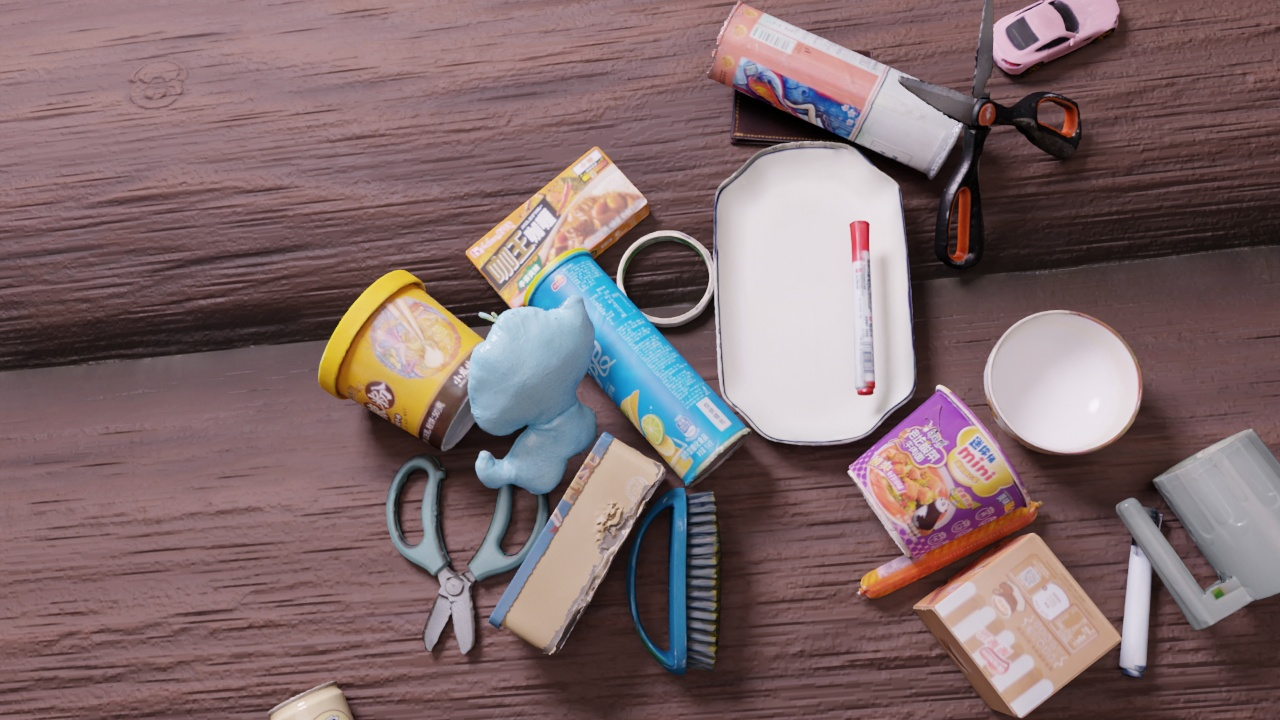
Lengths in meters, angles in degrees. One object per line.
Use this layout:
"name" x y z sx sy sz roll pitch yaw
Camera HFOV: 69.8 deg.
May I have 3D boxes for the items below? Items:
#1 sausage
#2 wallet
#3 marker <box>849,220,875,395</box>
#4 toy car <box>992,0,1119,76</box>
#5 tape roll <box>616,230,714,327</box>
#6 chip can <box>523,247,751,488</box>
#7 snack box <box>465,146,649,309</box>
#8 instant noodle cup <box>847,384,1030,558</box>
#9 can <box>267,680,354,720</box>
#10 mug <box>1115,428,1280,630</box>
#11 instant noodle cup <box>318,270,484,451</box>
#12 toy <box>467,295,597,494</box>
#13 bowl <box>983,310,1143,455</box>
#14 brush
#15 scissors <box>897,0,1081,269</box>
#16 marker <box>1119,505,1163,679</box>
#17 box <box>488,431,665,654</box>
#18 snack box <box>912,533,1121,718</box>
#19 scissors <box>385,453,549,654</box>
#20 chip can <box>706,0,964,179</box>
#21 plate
"sausage" 0.244 0.148 0.724 0.165 0.021 0.021 -25 75 -1
"wallet" 0.146 -0.239 0.831 0.122 0.020 0.096 5 82 5
"marker" 0.180 -0.043 0.743 0.017 0.017 0.145 0 77 5
"toy car" 0.367 -0.297 0.815 0.122 0.037 0.056 -25 77 -2
"tape roll" 0.023 -0.071 0.803 0.086 0.014 0.085 -1 76 5
"chip can" -0.004 0.004 0.757 0.071 0.071 0.210 -41 77 -5
"snack box" -0.073 -0.114 0.816 0.153 0.026 0.075 -40 76 -5
"instant noodle cup" 0.222 0.091 0.701 0.099 0.111 0.111 -35 76 4
"can" -0.241 0.314 0.709 0.058 0.058 0.116 -27 76 -2
"mug" 0.432 0.123 0.681 0.124 0.084 0.103 -27 73 -5
"instant noodle cup" -0.181 0.006 0.755 0.114 0.118 0.118 34 81 3
"toy" -0.084 0.026 0.716 0.161 0.156 0.050 -47 39 -1
"bowl" 0.326 0.023 0.727 0.113 0.062 0.113 -2 75 6
"brush" 0.026 0.171 0.714 0.073 0.055 0.144 0 87 -2
"scissors" 0.286 -0.184 0.740 0.220 0.022 0.234 -12 116 -28
"marker" 0.385 0.177 0.706 0.023 0.018 0.130 8 76 15
"box" -0.049 0.147 0.717 0.062 0.090 0.184 33 80 5
"snack box" 0.275 0.194 0.681 0.094 0.077 0.092 -35 76 -5
"scissors" -0.134 0.153 0.760 0.172 0.019 0.176 -16 74 0
"chip can" 0.167 -0.232 0.783 0.215 0.071 0.071 26 80 5
"plate" 0.144 -0.057 0.777 0.162 0.034 0.265 -3 76 5
